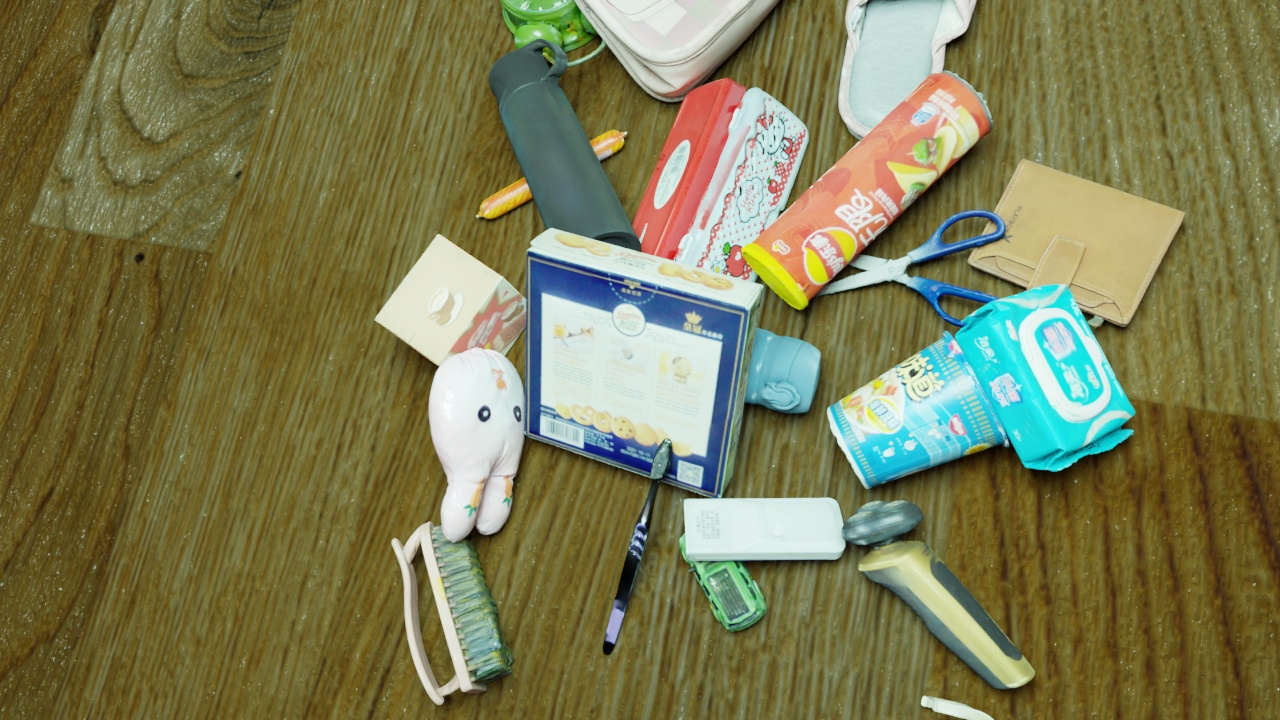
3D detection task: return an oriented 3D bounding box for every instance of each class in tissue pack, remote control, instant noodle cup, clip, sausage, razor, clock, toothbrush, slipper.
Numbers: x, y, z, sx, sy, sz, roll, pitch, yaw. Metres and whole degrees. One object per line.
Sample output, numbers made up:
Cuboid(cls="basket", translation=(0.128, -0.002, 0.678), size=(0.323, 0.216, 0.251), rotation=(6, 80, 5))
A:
Cuboid(cls="tissue pack", translation=(0.302, 0.012, 0.680), size=(0.093, 0.050, 0.133), rotation=(-20, 80, -29))
Cuboid(cls="remote control", translation=(0.096, 0.131, 0.719), size=(0.125, 0.024, 0.049), rotation=(-1, 53, -1))
Cuboid(cls="instant noodle cup", translation=(0.207, 0.044, 0.705), size=(0.110, 0.099, 0.099), rotation=(-27, 70, 14))
Cuboid(cls="clip", translation=(0.248, 0.271, 0.668), size=(0.104, 0.087, 0.034), rotation=(15, 76, -12))
Cuboid(cls="sausage", translation=(-0.084, -0.175, 0.868), size=(0.165, 0.021, 0.021), rotation=(-27, 70, 4))
Cuboid(cls="razor", translation=(0.223, 0.172, 0.683), size=(0.167, 0.062, 0.068), rotation=(48, 119, 15))
Cuboid(cls="clock", translation=(-0.081, -0.353, 0.899), size=(0.116, 0.056, 0.161), rotation=(-25, 71, 6))
Cuboid(cls="toothbrush", translation=(-0.004, 0.151, 0.730), size=(0.014, 0.016, 0.189), rotation=(17, 100, 6))
Cuboid(cls="slipper", translation=(0.239, -0.322, 0.814), size=(0.114, 0.054, 0.274), rotation=(13, 80, 16))

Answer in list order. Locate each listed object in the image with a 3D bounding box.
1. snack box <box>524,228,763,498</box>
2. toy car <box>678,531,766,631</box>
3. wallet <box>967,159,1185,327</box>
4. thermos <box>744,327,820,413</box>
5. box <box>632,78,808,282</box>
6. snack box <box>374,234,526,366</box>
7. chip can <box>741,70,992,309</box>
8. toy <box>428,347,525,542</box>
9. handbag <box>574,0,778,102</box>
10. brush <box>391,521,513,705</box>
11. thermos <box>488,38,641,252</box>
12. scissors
Cuboid(cls="snack box", translation=(-0.004, 0.004, 0.727), size=(0.178, 0.045, 0.183), rotation=(17, 124, 17))
Cuboid(cls="toy car", translation=(0.064, 0.169, 0.731), size=(0.043, 0.036, 0.091), rotation=(-32, 66, 4))
Cuboid(cls="wallet", translation=(0.345, -0.090, 0.738), size=(0.131, 0.035, 0.119), rotation=(27, 80, 22))
Cuboid(cls="thermos", translation=(0.041, -0.010, 0.768), size=(0.221, 0.070, 0.070), rotation=(16, 79, 18))
Cuboid(cls="box", translation=(0.063, -0.139, 0.814), size=(0.095, 0.100, 0.201), rotation=(6, 71, 58))
Cuboid(cls="snack box", translation=(-0.160, -0.040, 0.810), size=(0.077, 0.094, 0.092), rotation=(34, 84, 19))
Cuboid(cls="chip can", translation=(0.185, -0.138, 0.753), size=(0.216, 0.073, 0.073), rotation=(-42, 70, 1))
Cuboid(cls="toy", translation=(-0.134, 0.069, 0.766), size=(0.054, 0.121, 0.159), rotation=(0, 89, 24))
Cuboid(cls="handbag", translation=(0.011, -0.375, 0.833), size=(0.234, 0.093, 0.193), rotation=(43, 84, 4))
Cuboid(cls="brush", translation=(-0.160, 0.203, 0.759), size=(0.073, 0.063, 0.145), rotation=(-21, 70, -4))
Cuboid(cls="thermos", translation=(-0.069, -0.184, 0.805), size=(0.090, 0.068, 0.242), rotation=(-53, 50, 41))
Cuboid(cls="scissors", translation=(0.224, -0.071, 0.758), size=(0.162, 0.012, 0.162), rotation=(-37, 65, 12))
